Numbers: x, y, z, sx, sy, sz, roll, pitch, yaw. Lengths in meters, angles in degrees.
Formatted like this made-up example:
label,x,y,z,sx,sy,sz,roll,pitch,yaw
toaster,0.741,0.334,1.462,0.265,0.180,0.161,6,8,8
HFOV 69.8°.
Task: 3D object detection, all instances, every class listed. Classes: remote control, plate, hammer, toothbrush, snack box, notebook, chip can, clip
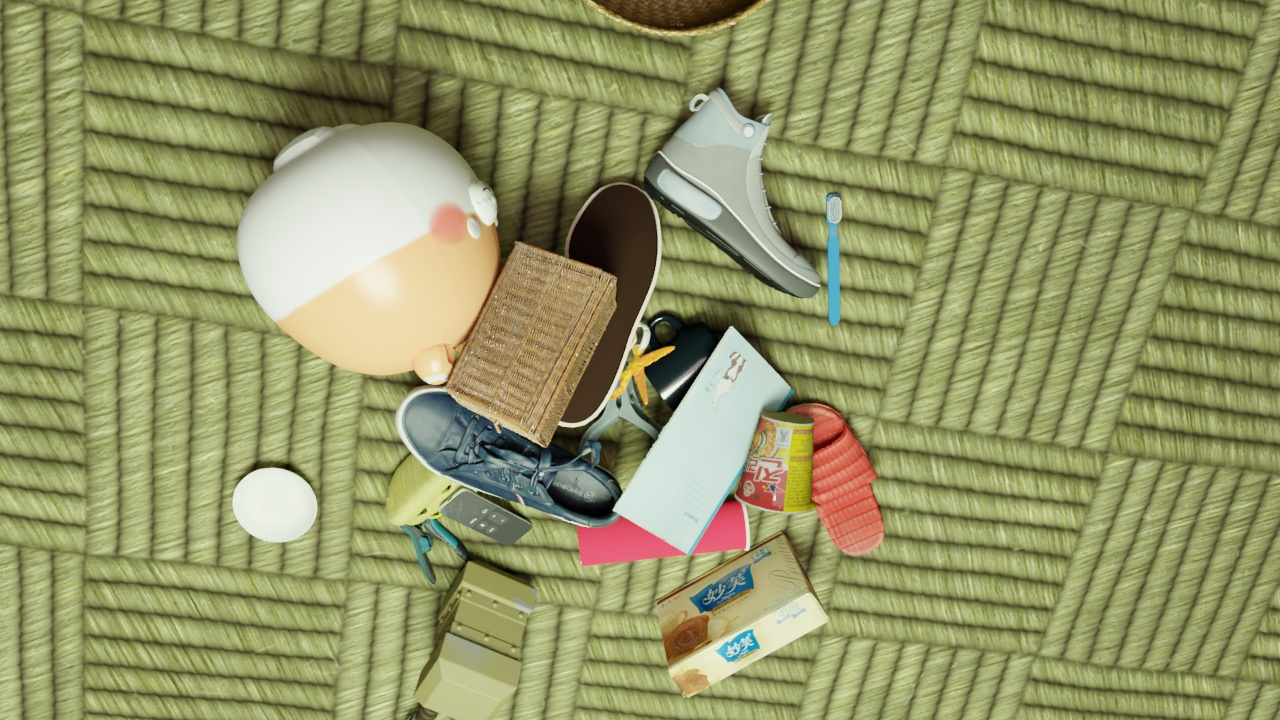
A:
label,x,y,z,sx,sy,sz,roll,pitch,yaw
remote control,-0.196,0.202,1.174,0.045,0.008,0.146,-39,139,8
plate,-0.465,0.181,1.177,0.104,0.026,0.104,-1,107,-4
hammer,-0.263,0.440,1.223,0.100,0.189,0.326,26,121,-12
toothbrush,0.241,-0.123,1.141,0.016,0.014,0.167,-6,109,-3
snack box,0.125,0.329,1.204,0.207,0.153,0.055,-30,110,5
notebook,0.084,0.104,1.116,0.253,0.009,0.181,-57,138,-6
chip can,0.029,0.226,1.208,0.220,0.069,0.069,-5,108,-2
clip,-0.037,0.107,1.166,0.165,0.031,0.168,-34,72,25

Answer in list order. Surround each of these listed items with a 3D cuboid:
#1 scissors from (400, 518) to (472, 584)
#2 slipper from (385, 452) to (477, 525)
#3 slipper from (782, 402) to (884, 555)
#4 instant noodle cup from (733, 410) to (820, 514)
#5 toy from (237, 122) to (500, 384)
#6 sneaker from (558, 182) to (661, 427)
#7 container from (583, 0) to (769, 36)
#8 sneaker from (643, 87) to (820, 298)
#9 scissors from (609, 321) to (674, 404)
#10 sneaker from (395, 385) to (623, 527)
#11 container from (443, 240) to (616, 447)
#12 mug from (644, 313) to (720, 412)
label,x,y,z,sx,sy,sz,roll,pitch,yaw
scissors,-0.277,0.235,1.213,0.119,0.019,0.151,7,105,-6
slipper,-0.238,0.140,1.161,0.191,0.091,0.081,-41,130,7
slipper,0.261,0.164,1.213,0.103,0.059,0.249,-28,109,5
instant noodle cup,0.173,0.124,1.146,0.100,0.100,0.112,5,100,-6
toy,-0.268,-0.113,0.970,0.266,0.262,0.281,-29,102,13
sneaker,-0.048,-0.063,1.106,0.111,0.116,0.293,13,87,-2
container,0.033,-0.480,0.917,0.307,0.196,0.307,-1,106,-5
sneaker,0.140,-0.195,1.079,0.256,0.093,0.160,34,94,-15
scissors,-0.006,0.003,1.117,0.126,0.131,0.011,-26,142,35
sneaker,-0.141,0.114,1.058,0.294,0.127,0.120,28,85,-13
container,-0.113,-0.017,0.978,0.113,0.114,0.198,24,81,4
mug,0.052,-0.005,1.136,0.094,0.085,0.121,-37,78,7
